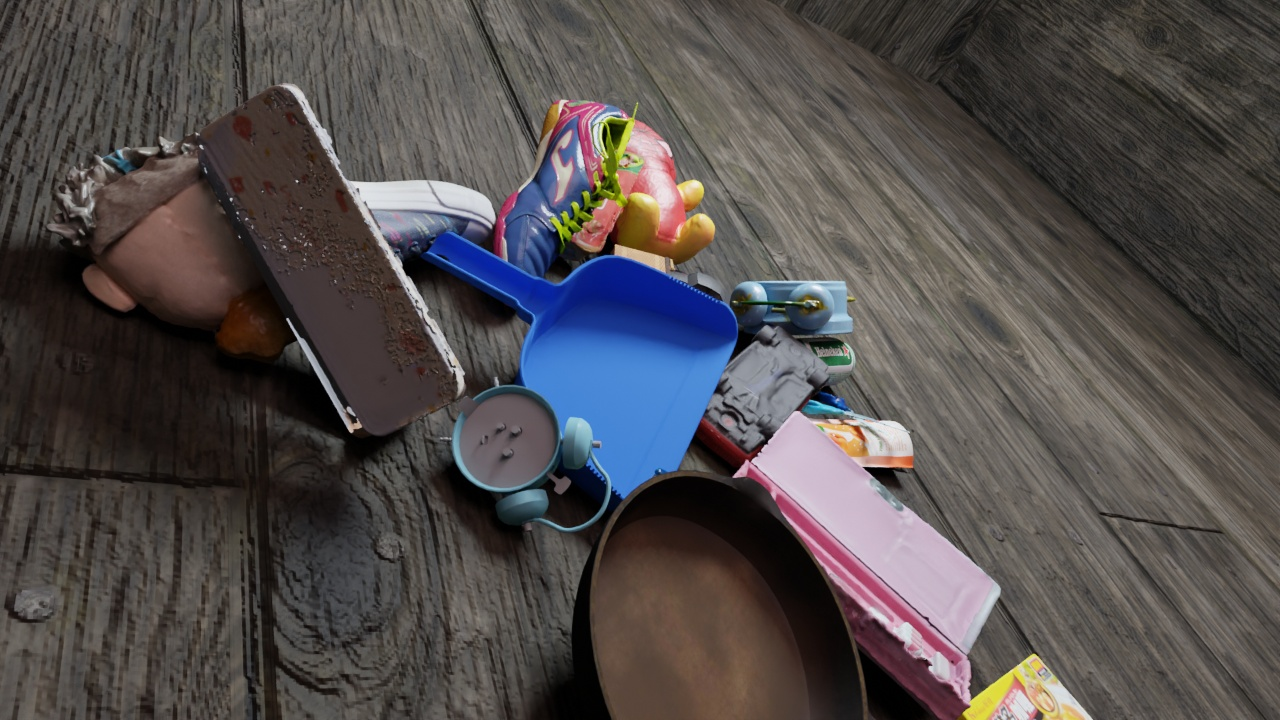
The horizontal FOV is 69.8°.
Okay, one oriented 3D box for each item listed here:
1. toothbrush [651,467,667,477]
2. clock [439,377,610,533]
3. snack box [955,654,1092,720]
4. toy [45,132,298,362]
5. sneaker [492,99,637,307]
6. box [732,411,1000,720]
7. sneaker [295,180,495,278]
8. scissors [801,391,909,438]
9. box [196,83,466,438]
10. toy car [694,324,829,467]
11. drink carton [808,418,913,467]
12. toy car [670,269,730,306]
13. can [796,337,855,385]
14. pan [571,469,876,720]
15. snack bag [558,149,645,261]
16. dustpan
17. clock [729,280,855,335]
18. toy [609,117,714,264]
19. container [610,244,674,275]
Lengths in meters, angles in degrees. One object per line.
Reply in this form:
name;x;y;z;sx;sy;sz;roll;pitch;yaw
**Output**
toothbrush;0.047;0.112;0.702;0.132;0.016;0.021;37;13;-42
clock;-0.074;0.067;0.620;0.123;0.087;0.042;37;-12;17
snack box;0.300;0.288;0.718;0.152;0.025;0.075;-4;47;-47
toy;-0.291;-0.070;0.606;0.132;0.076;0.176;-40;92;-22
sneaker;-0.066;-0.150;0.839;0.091;0.116;0.241;9;59;11
box;0.171;0.158;0.730;0.233;0.059;0.179;43;32;10
sneaker;-0.215;-0.095;0.735;0.235;0.088;0.079;-6;77;-47
scissors;0.216;0.052;0.941;0.132;0.015;0.109;15;14;18
box;-0.195;-0.059;0.598;0.216;0.094;0.107;63;2;-9
toy car;0.112;0.029;0.862;0.081;0.056;0.188;42;42;9
drink carton;0.214;0.083;0.922;0.122;0.039;0.069;4;39;-31
toy car;0.060;-0.076;0.989;0.091;0.036;0.042;26;31;-13
can;0.184;0.002;0.982;0.101;0.053;0.053;-3;46;-45
pan;0.095;0.216;0.579;0.356;0.043;0.248;36;41;-22
snack bag;-0.049;-0.176;0.940;0.087;0.044;0.154;14;67;19
dustpan;-0.061;-0.018;0.736;0.257;0.060;0.244;28;47;2
clock;0.162;-0.055;0.975;0.118;0.060;0.161;2;6;27
toy;-0.006;-0.198;1.039;0.147;0.099;0.216;21;32;-40
container;-0.007;-0.064;0.874;0.061;0.063;0.113;23;25;-11
